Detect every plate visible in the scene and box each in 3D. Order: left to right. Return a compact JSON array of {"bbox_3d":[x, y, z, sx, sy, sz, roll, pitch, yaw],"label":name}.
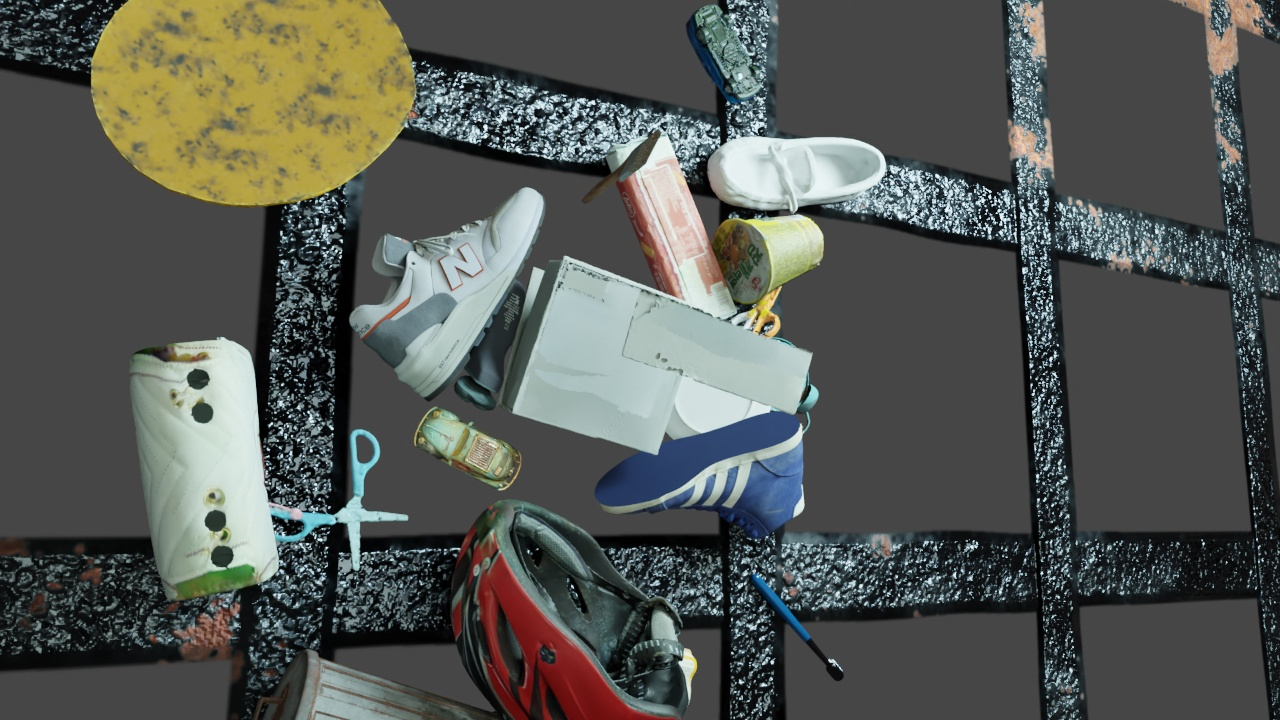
[{"bbox_3d":[0.081,0.037,1.019,0.134,0.011,0.134,0,94,-3],"label":"plate"}]

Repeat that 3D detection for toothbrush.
[{"bbox_3d":[0.181,0.308,1.059,0.014,0.014,0.167,-39,99,8],"label":"toothbrush"}]

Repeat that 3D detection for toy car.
[{"bbox_3d":[-0.164,0.087,0.901,0.112,0.047,0.047,31,73,-19],"label":"toy car"},{"bbox_3d":[0.099,-0.366,1.103,0.056,0.044,0.120,-35,97,-27],"label":"toy car"}]

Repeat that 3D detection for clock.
[{"bbox_3d":[0.156,0.033,1.067,0.089,0.053,0.124,-29,96,-26],"label":"clock"}]

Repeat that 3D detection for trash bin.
[{"bbox_3d":[-0.228,0.337,0.786,0.211,0.131,0.130,26,72,-23],"label":"trash bin"}]

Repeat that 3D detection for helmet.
[{"bbox_3d":[-0.339,-0.225,0.812,0.254,0.132,0.205,-32,98,-27],"label":"helmet"},{"bbox_3d":[-0.070,0.249,0.842,0.167,0.217,0.272,-38,103,8],"label":"helmet"}]

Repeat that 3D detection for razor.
[{"bbox_3d":[-0.148,-0.019,0.926,0.047,0.052,0.142,32,65,-34],"label":"razor"}]

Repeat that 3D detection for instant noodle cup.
[{"bbox_3d":[0.153,-0.126,1.067,0.108,0.102,0.102,-20,92,-34],"label":"instant noodle cup"}]

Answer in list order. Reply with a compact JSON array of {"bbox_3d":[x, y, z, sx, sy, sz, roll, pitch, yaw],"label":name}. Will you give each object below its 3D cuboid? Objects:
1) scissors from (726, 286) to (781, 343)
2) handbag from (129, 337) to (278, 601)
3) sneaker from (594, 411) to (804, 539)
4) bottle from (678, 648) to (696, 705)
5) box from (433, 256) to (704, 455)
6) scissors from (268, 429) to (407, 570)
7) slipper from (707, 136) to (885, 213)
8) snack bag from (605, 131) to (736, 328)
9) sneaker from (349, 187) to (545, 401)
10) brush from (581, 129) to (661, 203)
[{"bbox_3d":[0.141,-0.064,1.084,0.013,0.070,0.130,63,38,-35],"label":"scissors"},{"bbox_3d":[-0.357,0.087,0.753,0.096,0.142,0.198,-7,86,-30],"label":"handbag"},{"bbox_3d":[0.073,0.150,1.000,0.233,0.091,0.118,-21,120,-10],"label":"sneaker"},{"bbox_3d":[0.019,0.347,0.944,0.063,0.063,0.108,22,73,-22],"label":"bottle"},{"bbox_3d":[-0.107,0.016,1.078,0.168,0.405,0.171,19,74,-24],"label":"box"},{"bbox_3d":[-0.283,0.128,0.857,0.135,0.015,0.135,9,81,-31],"label":"scissors"},{"bbox_3d":[0.193,-0.230,1.121,0.246,0.075,0.112,-6,70,-25],"label":"slipper"},{"bbox_3d":[0.034,-0.143,1.041,0.077,0.041,0.225,-23,92,-28],"label":"snack bag"},{"bbox_3d":[-0.193,-0.090,0.890,0.124,0.089,0.239,31,73,-22],"label":"sneaker"},{"bbox_3d":[-0.026,-0.192,0.958,0.008,0.143,0.045,35,60,-19],"label":"brush"}]
